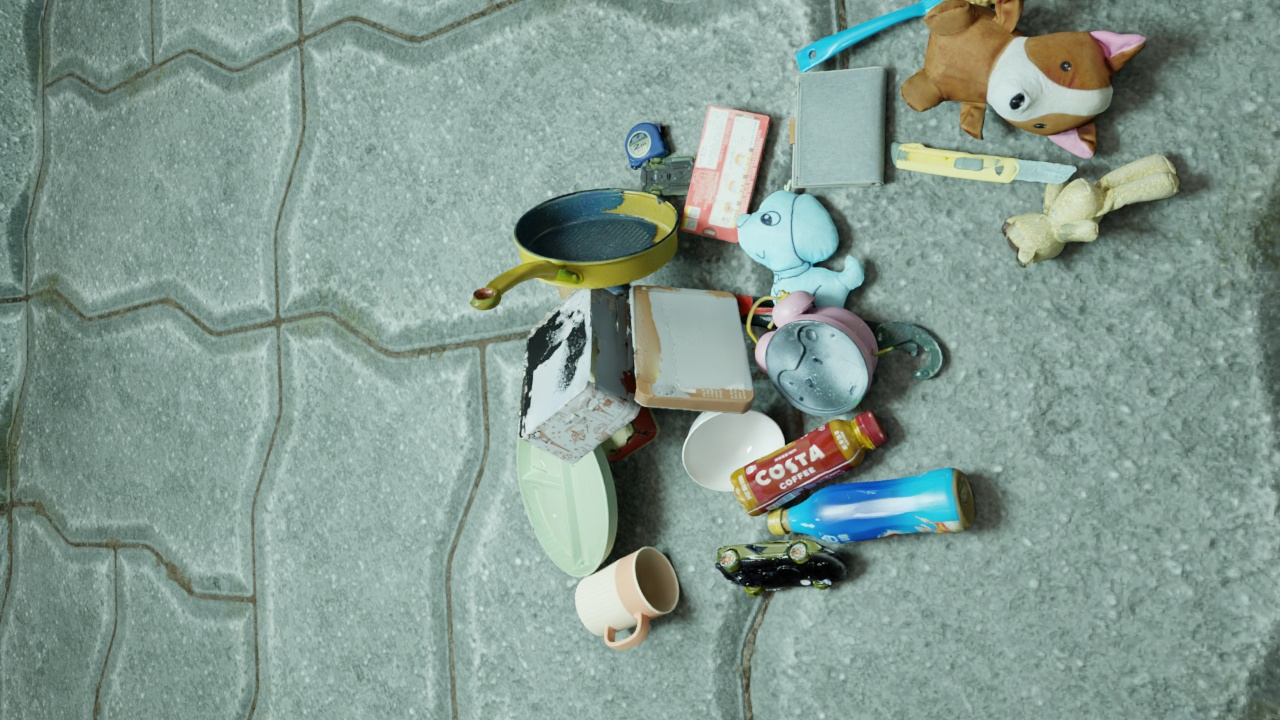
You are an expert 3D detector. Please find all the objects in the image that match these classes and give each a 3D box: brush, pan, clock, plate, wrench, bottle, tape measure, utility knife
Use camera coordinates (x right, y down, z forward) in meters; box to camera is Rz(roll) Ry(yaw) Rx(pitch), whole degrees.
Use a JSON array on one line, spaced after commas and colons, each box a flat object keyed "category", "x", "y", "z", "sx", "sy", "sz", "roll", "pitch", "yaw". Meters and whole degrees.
[{"category": "brush", "x": 0.284, "y": -0.374, "z": 0.980, "sx": 0.255, "sy": 0.045, "sz": 0.083, "roll": -20, "pitch": 81, "yaw": 26}, {"category": "pan", "x": -0.084, "y": -0.121, "z": 1.028, "sx": 0.198, "sy": 0.356, "sz": 0.078, "roll": 9, "pitch": 127, "yaw": 22}, {"category": "clock", "x": 0.185, "y": -0.013, "z": 1.001, "sx": 0.158, "sy": 0.059, "sz": 0.117, "roll": 31, "pitch": 132, "yaw": 15}, {"category": "plate", "x": -0.097, "y": 0.164, "z": 1.187, "sx": 0.230, "sy": 0.027, "sz": 0.230, "roll": 23, "pitch": 118, "yaw": 50}, {"category": "wrench", "x": 0.211, "y": -0.037, "z": 1.039, "sx": 0.274, "sy": 0.016, "sz": 0.056, "roll": 18, "pitch": 98, "yaw": 33}, {"category": "bottle", "x": 0.187, "y": 0.112, "z": 1.014, "sx": 0.175, "sy": 0.057, "sz": 0.057, "roll": -30, "pitch": 71, "yaw": 17}, {"category": "bottle", "x": 0.239, "y": 0.160, "z": 0.982, "sx": 0.219, "sy": 0.065, "sz": 0.065, "roll": -14, "pitch": 80, "yaw": 33}, {"category": "tape measure", "x": 0.008, "y": -0.278, "z": 1.182, "sx": 0.058, "sy": 0.025, "sz": 0.054, "roll": -20, "pitch": 75, "yaw": 28}, {"category": "utility knife", "x": 0.343, "y": -0.201, "z": 0.941, "sx": 0.205, "sy": 0.021, "sz": 0.031, "roll": 19, "pitch": 106, "yaw": 39}]

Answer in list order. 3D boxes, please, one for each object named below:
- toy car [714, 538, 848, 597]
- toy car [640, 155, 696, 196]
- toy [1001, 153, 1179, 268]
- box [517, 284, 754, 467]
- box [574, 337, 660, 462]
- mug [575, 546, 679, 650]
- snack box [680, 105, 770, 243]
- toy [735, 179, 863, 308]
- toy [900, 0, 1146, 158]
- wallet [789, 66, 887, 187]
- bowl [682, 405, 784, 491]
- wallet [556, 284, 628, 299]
[{"category": "toy car", "x": 0.158, "y": 0.231, "z": 1.036, "sx": 0.158, "sy": 0.070, "sz": 0.042, "roll": -12, "pitch": 43, "yaw": 33}, {"category": "toy car", "x": 0.051, "y": -0.229, "z": 1.147, "sx": 0.105, "sy": 0.032, "sz": 0.048, "roll": 1, "pitch": 94, "yaw": 24}, {"category": "toy", "x": 0.428, "y": -0.144, "z": 0.875, "sx": 0.158, "sy": 0.066, "sz": 0.105, "roll": -27, "pitch": 41, "yaw": 26}, {"category": "box", "x": -0.014, "y": -0.002, "z": 1.042, "sx": 0.271, "sy": 0.134, "sz": 0.179, "roll": -15, "pitch": 46, "yaw": 13}, {"category": "box", "x": -0.055, "y": 0.043, "z": 1.181, "sx": 0.091, "sy": 0.076, "sz": 0.168, "roll": -35, "pitch": 69, "yaw": 27}, {"category": "mug", "x": -0.018, "y": 0.301, "z": 1.131, "sx": 0.106, "sy": 0.081, "sz": 0.114, "roll": -32, "pitch": 37, "yaw": 31}, {"category": "snack box", "x": 0.102, "y": -0.223, "z": 1.101, "sx": 0.075, "sy": 0.025, "sz": 0.153, "roll": 14, "pitch": 97, "yaw": 11}, {"category": "toy", "x": 0.178, "y": -0.127, "z": 1.042, "sx": 0.162, "sy": 0.049, "sz": 0.156, "roll": 8, "pitch": 83, "yaw": 27}, {"category": "toy", "x": 0.362, "y": -0.278, "z": 0.887, "sx": 0.200, "sy": 0.130, "sz": 0.140, "roll": 29, "pitch": 137, "yaw": 22}, {"category": "wallet", "x": 0.220, "y": -0.258, "z": 1.026, "sx": 0.107, "sy": 0.037, "sz": 0.129, "roll": 1, "pitch": 87, "yaw": 18}, {"category": "bowl", "x": 0.103, "y": 0.087, "z": 1.069, "sx": 0.118, "sy": 0.118, "sz": 0.064, "roll": -48, "pitch": 26, "yaw": 23}, {"category": "wallet", "x": -0.075, "y": -0.109, "z": 1.228, "sx": 0.090, "sy": 0.033, "sz": 0.115, "roll": -38, "pitch": 67, "yaw": 24}]
